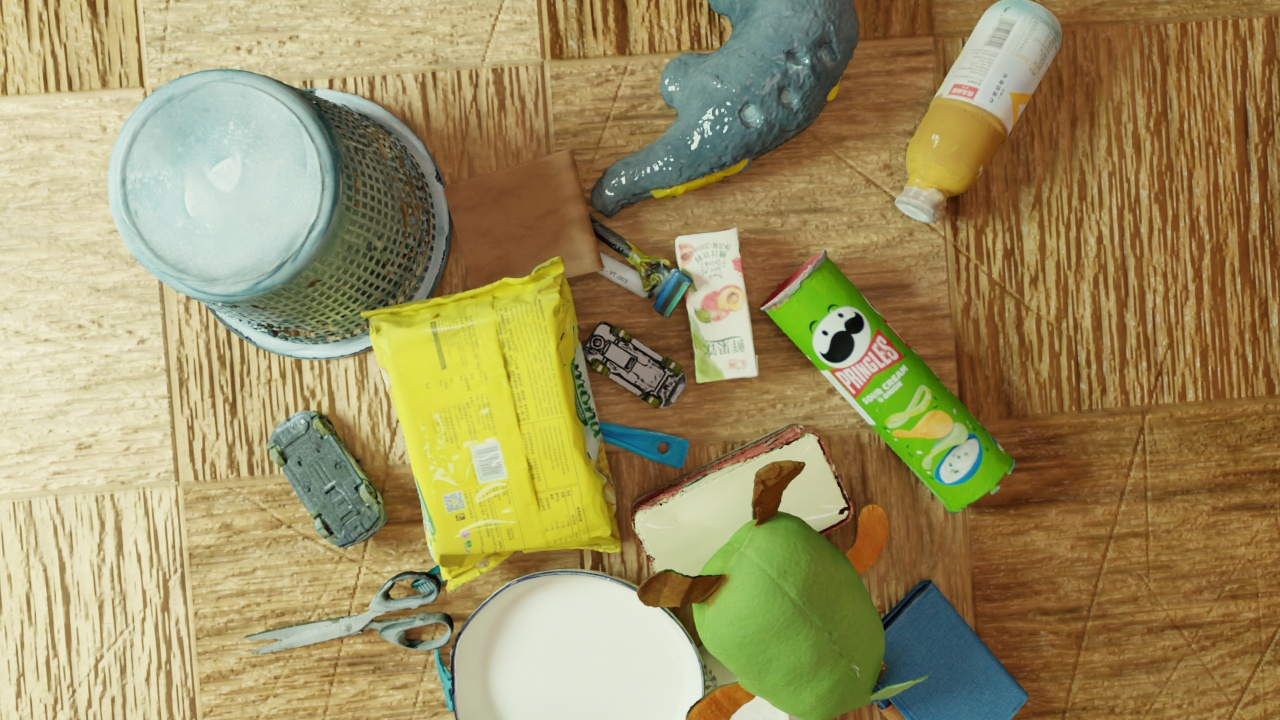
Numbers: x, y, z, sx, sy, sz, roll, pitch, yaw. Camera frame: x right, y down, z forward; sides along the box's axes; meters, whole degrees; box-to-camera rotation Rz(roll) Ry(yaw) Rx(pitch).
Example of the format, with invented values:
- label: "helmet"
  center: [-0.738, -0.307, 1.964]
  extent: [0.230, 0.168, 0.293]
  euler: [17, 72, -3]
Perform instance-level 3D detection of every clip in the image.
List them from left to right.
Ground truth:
- label: "clip"
  center: [-0.159, 0.269, 0.775]
  extent: [0.041, 0.014, 0.056]
  euler: [-8, 89, -1]

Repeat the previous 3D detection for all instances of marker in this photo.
- label: "marker"
  center: [-0.046, -0.087, 0.772]
  extent: [0.130, 0.018, 0.023]
  euler: [29, 115, -2]

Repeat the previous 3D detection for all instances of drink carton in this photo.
- label: "drink carton"
  center: [0.063, -0.044, 0.762]
  extent: [0.053, 0.045, 0.122]
  euler: [-9, 90, 4]

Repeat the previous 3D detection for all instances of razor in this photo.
- label: "razor"
  center: [-0.019, -0.094, 0.757]
  extent: [0.143, 0.022, 0.043]
  euler: [39, 121, 11]

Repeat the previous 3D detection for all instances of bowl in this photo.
- label: "bowl"
  center: [0.090, 0.286, 0.760]
  extent: [0.113, 0.062, 0.113]
  euler: [0, 89, -2]

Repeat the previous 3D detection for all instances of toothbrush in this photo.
- label: "toothbrush"
  center: [-0.110, 0.142, 0.774]
  extent: [0.191, 0.016, 0.018]
  euler: [-33, 102, -1]

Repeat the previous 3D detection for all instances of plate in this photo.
- label: "plate"
  center: [-0.049, 0.260, 0.745]
  extent: [0.205, 0.045, 0.205]
  euler: [1, 100, 7]

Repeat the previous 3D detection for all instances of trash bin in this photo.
- label: "trash bin"
  center: [-0.269, -0.112, 0.675]
  extent: [0.226, 0.195, 0.226]
  euler: [0, 91, -2]

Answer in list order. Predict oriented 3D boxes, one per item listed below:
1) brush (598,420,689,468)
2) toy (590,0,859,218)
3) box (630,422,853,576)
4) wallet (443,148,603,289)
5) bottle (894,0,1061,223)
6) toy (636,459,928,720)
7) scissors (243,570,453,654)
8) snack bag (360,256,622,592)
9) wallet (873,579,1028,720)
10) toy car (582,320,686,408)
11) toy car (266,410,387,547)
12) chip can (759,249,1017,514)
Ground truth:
- label: "brush"
  center: [-0.082, 0.042, 0.766]
  extent: [0.254, 0.046, 0.083]
  euler: [17, 86, -6]
- label: "toy"
  center: [0.098, -0.250, 0.746]
  extent: [0.138, 0.091, 0.356]
  euler: [31, 88, 26]
- label: "box"
  center: [0.080, 0.122, 0.748]
  extent: [0.168, 0.079, 0.091]
  euler: [-26, 92, -2]
- label: "wallet"
  center: [-0.096, -0.110, 0.752]
  extent: [0.115, 0.020, 0.101]
  euler: [-12, 100, 15]
- label: "bottle"
  center: [0.273, -0.203, 0.755]
  extent: [0.068, 0.068, 0.189]
  euler: [30, 90, -2]
- label: "toy"
  center: [0.111, 0.189, 0.688]
  extent: [0.226, 0.090, 0.247]
  euler: [-43, 117, -10]
- label: "scissors"
  center: [-0.240, 0.229, 0.769]
  extent: [0.145, 0.014, 0.172]
  euler: [40, 101, -12]
- label: "snack bag"
  center: [-0.111, 0.054, 0.709]
  extent: [0.158, 0.068, 0.247]
  euler: [-12, 107, -3]
- label: "wallet"
  center: [0.249, 0.269, 0.777]
  extent: [0.106, 0.040, 0.133]
  euler: [-41, 90, -10]
- label: "toy car"
  center: [-0.004, 0.004, 0.765]
  extent: [0.090, 0.035, 0.042]
  euler: [32, 91, -2]
- label: "toy car"
  center: [-0.258, 0.097, 0.759]
  extent: [0.054, 0.037, 0.120]
  euler: [-37, 82, -1]
- label: "chip can"
  center: [0.202, 0.018, 0.755]
  extent: [0.072, 0.072, 0.236]
  euler: [-43, 93, -1]
